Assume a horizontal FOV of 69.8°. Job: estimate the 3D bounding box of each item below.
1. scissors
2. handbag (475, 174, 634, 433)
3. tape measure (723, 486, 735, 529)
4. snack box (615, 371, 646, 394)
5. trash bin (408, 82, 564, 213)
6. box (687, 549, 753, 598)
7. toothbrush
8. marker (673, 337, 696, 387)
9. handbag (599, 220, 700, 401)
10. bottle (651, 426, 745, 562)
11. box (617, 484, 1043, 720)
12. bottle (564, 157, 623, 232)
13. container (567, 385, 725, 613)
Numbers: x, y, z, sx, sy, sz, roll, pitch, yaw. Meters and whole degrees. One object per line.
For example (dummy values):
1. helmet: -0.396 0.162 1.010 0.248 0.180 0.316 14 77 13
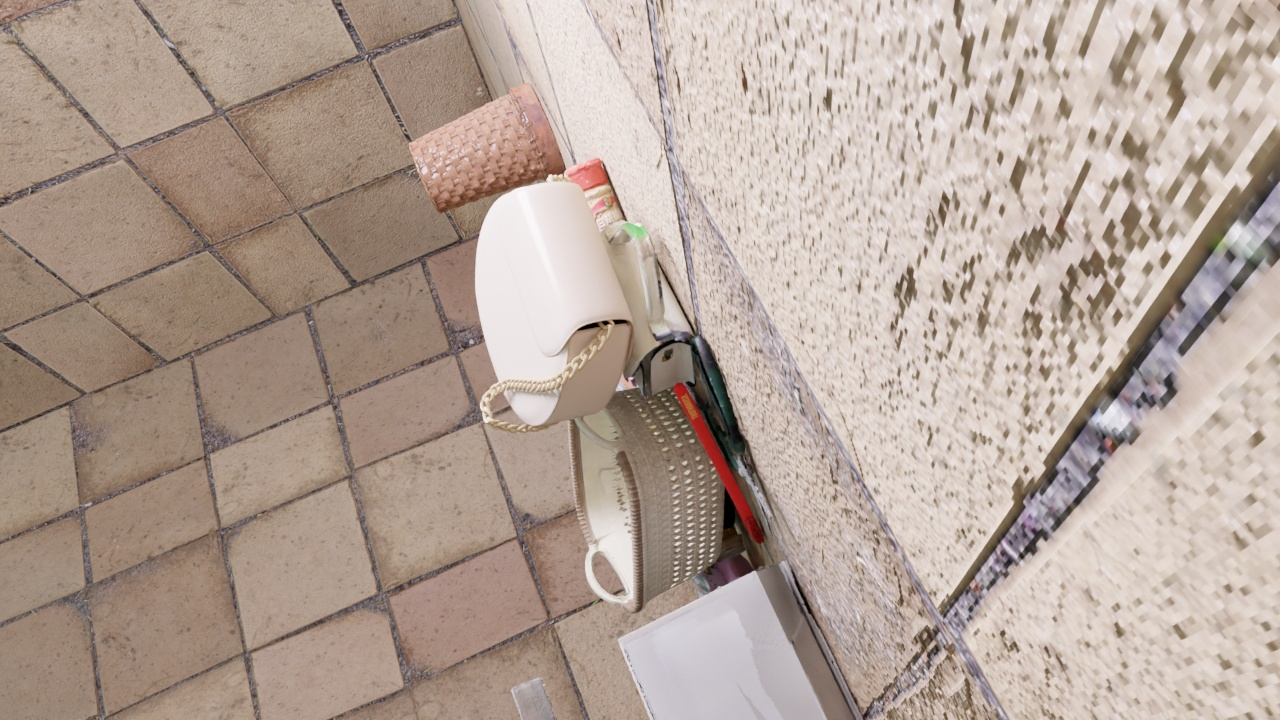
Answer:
1. scissors: 0.077 0.057 0.826 0.201 0.015 0.203 -119 9 -59
2. handbag: -0.095 -0.048 0.861 0.209 0.103 0.210 -51 54 55
3. tape measure: 0.090 0.158 1.067 0.061 0.034 0.062 -134 32 -67
4. snack box: -0.007 0.007 1.233 0.087 0.034 0.151 67 160 -2
5. trash bin: -0.244 -0.328 1.450 0.151 0.210 0.151 156 92 -87
6. box: 0.116 0.287 1.095 0.152 0.038 0.201 42 -168 -36
7. toothbrush: 0.080 0.106 0.897 0.212 0.012 0.018 61 180 -29
8. marker: 0.028 -0.036 0.947 0.022 0.016 0.138 -39 71 54
9. handbag: -0.007 -0.061 0.846 0.176 0.074 0.151 83 164 -62
10. bottle: 0.074 0.156 1.132 0.053 0.053 0.186 78 168 -71
11. box: 0.201 0.275 0.933 0.174 0.420 0.167 -43 65 46
12. bottle: -0.041 -0.157 0.967 0.044 0.044 0.109 -136 22 -80
13. container: 0.003 0.145 1.021 0.184 0.142 0.247 -128 30 -48
